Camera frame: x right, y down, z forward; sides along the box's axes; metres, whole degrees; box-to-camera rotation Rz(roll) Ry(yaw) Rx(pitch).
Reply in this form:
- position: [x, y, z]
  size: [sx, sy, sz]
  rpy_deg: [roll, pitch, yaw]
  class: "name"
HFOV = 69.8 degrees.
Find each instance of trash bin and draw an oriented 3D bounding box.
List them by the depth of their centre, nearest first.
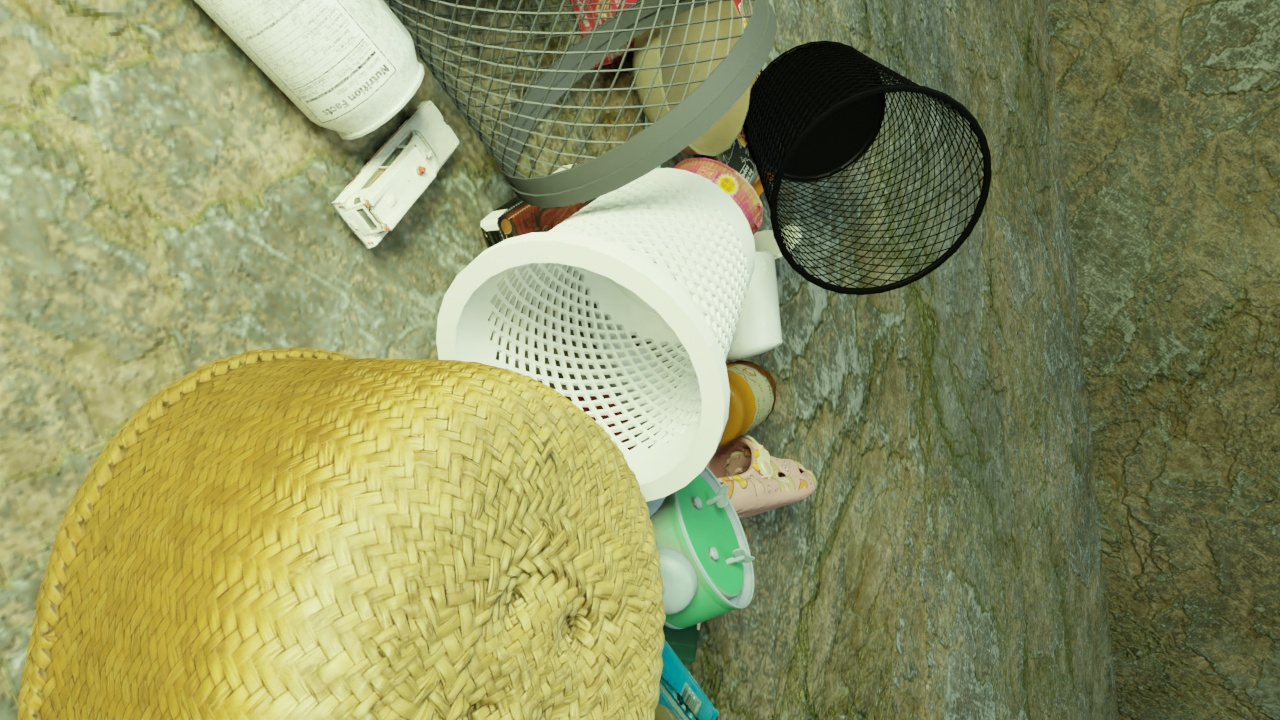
- position: [-0.063, -0.256, 0.583]
  size: [0.227, 0.218, 0.217]
  rpy_deg: [50, 50, -35]
  class: "trash bin"
- position: [-0.007, -0.038, 0.651]
  size: [0.199, 0.196, 0.195]
  rpy_deg: [-57, 132, -51]
  class: "trash bin"
- position: [0.186, -0.192, 0.839]
  size: [0.184, 0.184, 0.209]
  rpy_deg: [60, 11, -33]
  class: "trash bin"

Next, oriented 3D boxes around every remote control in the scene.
- position: [-0.005, 0.005, 0.811]
  size: [0.136, 0.013, 0.043]
  rpy_deg: [57, 46, -35]
  class: "remote control"

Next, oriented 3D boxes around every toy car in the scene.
- position: [-0.151, -0.123, 0.593]
  size: [0.039, 0.039, 0.112]
  rpy_deg: [57, 46, -35]
  class: "toy car"

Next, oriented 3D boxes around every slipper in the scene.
- position: [0.102, 0.110, 0.893]
  size: [0.197, 0.093, 0.081]
  rpy_deg: [3, 68, -58]
  class: "slipper"

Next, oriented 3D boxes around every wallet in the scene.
- position: [-0.071, -0.102, 0.718]
  size: [0.122, 0.019, 0.072]
  rpy_deg: [-45, 124, -45]
  class: "wallet"

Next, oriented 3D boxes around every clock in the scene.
- position: [0.029, 0.133, 0.687]
  size: [0.161, 0.075, 0.121]
  rpy_deg: [26, 42, -59]
  class: "clock"

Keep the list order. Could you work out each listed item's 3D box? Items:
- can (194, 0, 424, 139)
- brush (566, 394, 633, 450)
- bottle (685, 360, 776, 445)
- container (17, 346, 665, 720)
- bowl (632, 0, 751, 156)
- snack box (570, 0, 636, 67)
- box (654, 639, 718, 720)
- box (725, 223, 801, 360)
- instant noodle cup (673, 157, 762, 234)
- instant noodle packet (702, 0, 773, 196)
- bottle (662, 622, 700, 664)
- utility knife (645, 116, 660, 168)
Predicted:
- position: [-0.190, -0.196, 0.510]
  size: [0.136, 0.078, 0.078]
  rpy_deg: [49, 51, -41]
  class: "can"
- position: [-0.039, 0.111, 0.734]
  size: [0.082, 0.042, 0.173]
  rpy_deg: [-28, 111, -51]
  class: "brush"
- position: [0.094, 0.036, 0.895]
  size: [0.156, 0.068, 0.068]
  rpy_deg: [-17, 102, -62]
  class: "bottle"
- position: [-0.124, 0.143, 0.488]
  size: [0.306, 0.197, 0.307]
  rpy_deg: [6, 83, -56]
  class: "container"
- position: [0.039, -0.258, 0.818]
  size: [0.152, 0.051, 0.152]
  rpy_deg: [-10, 103, -53]
  class: "bowl"
- position: [-0.033, -0.328, 0.781]
  size: [0.089, 0.021, 0.133]
  rpy_deg: [-48, 126, -44]
  class: "snack box"
- position: [-0.025, 0.220, 0.703]
  size: [0.227, 0.094, 0.041]
  rpy_deg: [60, 43, -33]
  class: "box"
- position: [0.115, -0.074, 0.928]
  size: [0.141, 0.084, 0.140]
  rpy_deg: [-8, 93, -48]
  class: "box"
- position: [0.043, -0.110, 0.823]
  size: [0.108, 0.098, 0.098]
  rpy_deg: [-55, 131, -29]
  class: "instant noodle cup"
- position: [0.091, -0.270, 0.939]
  size: [0.159, 0.032, 0.221]
  rpy_deg: [-51, 127, -40]
  class: "instant noodle packet"
- position: [0.021, 0.191, 0.795]
  size: [0.061, 0.061, 0.131]
  rpy_deg: [27, 67, -48]
  class: "bottle"
- position: [0.012, -0.198, 0.844]
  size: [0.022, 0.015, 0.126]
  rpy_deg: [1, 89, -52]
  class: "utility knife"
